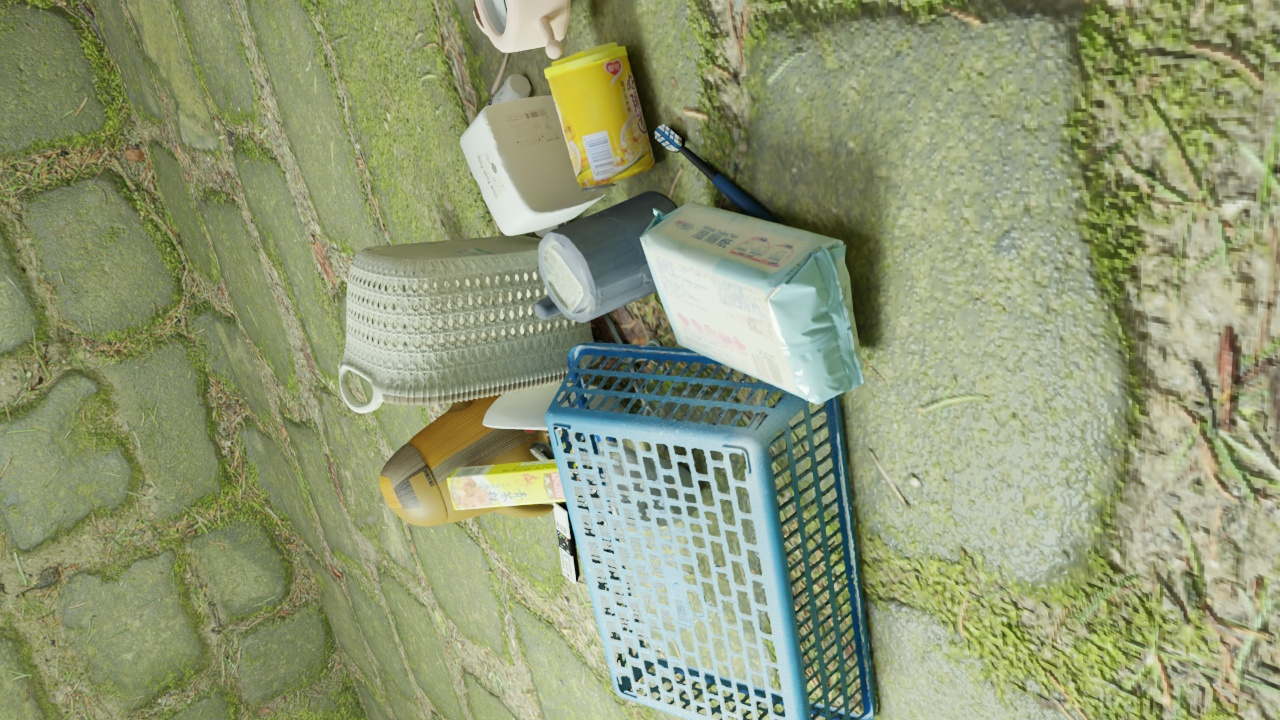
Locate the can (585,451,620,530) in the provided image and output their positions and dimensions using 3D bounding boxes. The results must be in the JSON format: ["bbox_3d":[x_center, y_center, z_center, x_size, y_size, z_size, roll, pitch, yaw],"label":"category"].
[{"bbox_3d":[-0.031,0.141,1.000,0.086,0.043,0.086,33,135,42],"label":"can"}]

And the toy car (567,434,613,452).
[{"bbox_3d":[-0.066,0.089,0.992,0.092,0.061,0.033,4,115,40],"label":"toy car"}]

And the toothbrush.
[{"bbox_3d":[0.068,-0.128,0.693,0.167,0.014,0.014,47,111,26],"label":"toothbrush"}]

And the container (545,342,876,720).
[{"bbox_3d":[0.051,0.171,0.790,0.258,0.089,0.362,4,117,35],"label":"container"}]

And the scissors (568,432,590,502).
[{"bbox_3d":[-0.055,0.127,0.927,0.128,0.011,0.125,80,174,-48],"label":"scissors"}]

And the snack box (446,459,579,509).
[{"bbox_3d":[-0.135,0.134,0.997,0.148,0.028,0.040,-7,105,14],"label":"snack box"}]

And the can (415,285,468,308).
[{"bbox_3d":[-0.236,-0.053,1.081,0.064,0.127,0.064,35,138,39],"label":"can"}]

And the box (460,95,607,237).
[{"bbox_3d":[-0.110,-0.168,0.857,0.137,0.125,0.108,-23,91,49],"label":"box"}]

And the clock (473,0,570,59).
[{"bbox_3d":[-0.093,-0.323,0.745,0.160,0.086,0.131,36,139,52],"label":"clock"}]

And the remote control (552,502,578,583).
[{"bbox_3d":[-0.095,0.236,1.190,0.028,0.011,0.124,30,134,43],"label":"remote control"}]

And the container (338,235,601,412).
[{"bbox_3d":[-0.165,-0.040,0.890,0.185,0.245,0.143,18,113,49],"label":"container"}]

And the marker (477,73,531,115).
[{"bbox_3d":[-0.143,-0.245,0.908,0.126,0.025,0.025,-21,94,58],"label":"marker"}]

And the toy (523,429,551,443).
[{"bbox_3d":[-0.111,0.042,1.030,0.046,0.084,0.103,8,121,16],"label":"toy"}]

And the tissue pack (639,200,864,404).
[{"bbox_3d":[0.078,-0.048,0.673,0.182,0.069,0.112,27,149,47],"label":"tissue pack"}]

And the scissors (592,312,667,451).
[{"bbox_3d":[-0.008,0.010,0.900,0.142,0.014,0.173,-3,108,61],"label":"scissors"}]

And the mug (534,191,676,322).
[{"bbox_3d":[-0.030,-0.080,0.785,0.084,0.103,0.124,60,148,5],"label":"mug"}]

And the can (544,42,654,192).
[{"bbox_3d":[-0.032,-0.195,0.740,0.068,0.067,0.105,7,118,54],"label":"can"}]

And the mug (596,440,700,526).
[{"bbox_3d":[0.002,0.117,0.896,0.090,0.071,0.107,-3,133,47],"label":"mug"}]

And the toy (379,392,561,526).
[{"bbox_3d":[-0.213,0.125,1.101,0.163,0.202,0.198,-22,93,59],"label":"toy"}]

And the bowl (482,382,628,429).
[{"bbox_3d":[-0.084,0.044,0.929,0.150,0.149,0.043,0,89,56],"label":"bowl"}]

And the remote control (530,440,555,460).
[{"bbox_3d":[-0.075,0.141,1.050,0.136,0.013,0.033,49,154,-21],"label":"remote control"}]
